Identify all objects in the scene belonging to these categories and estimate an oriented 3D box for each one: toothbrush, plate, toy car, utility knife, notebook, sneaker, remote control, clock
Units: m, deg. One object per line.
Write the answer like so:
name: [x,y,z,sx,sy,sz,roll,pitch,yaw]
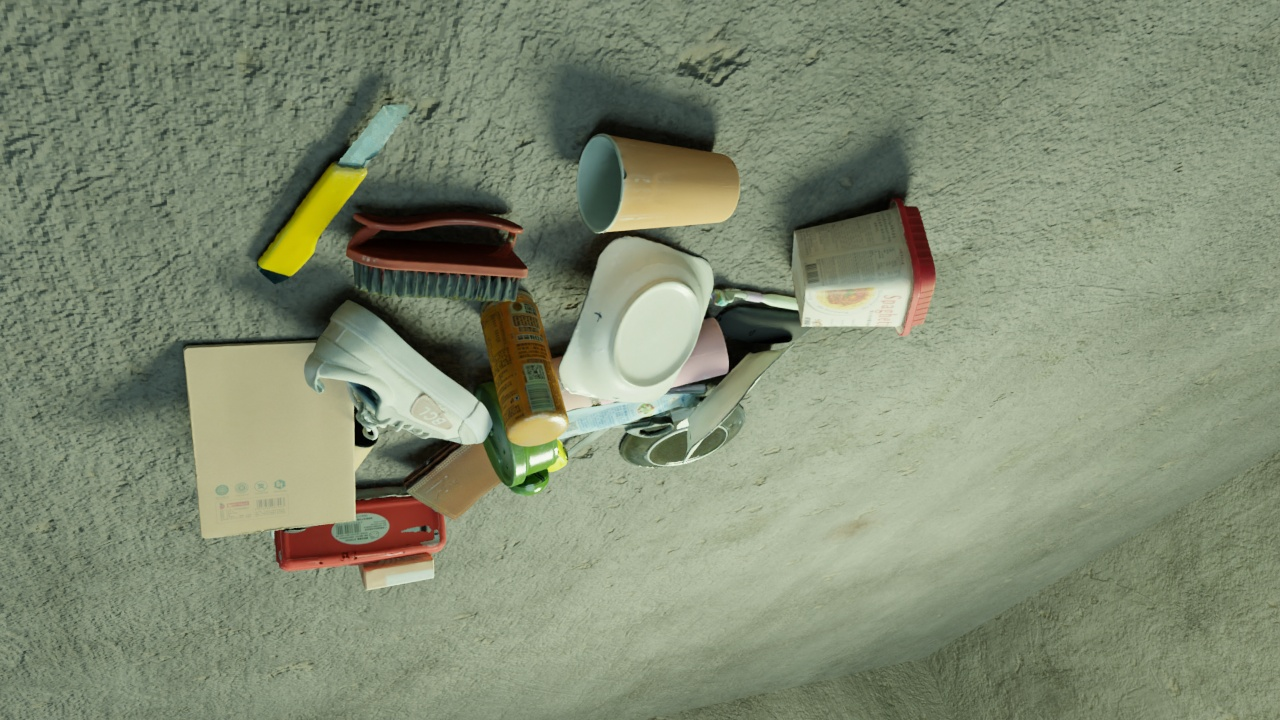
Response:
toothbrush: [0.157,-0.063,1.021,0.189,0.029,0.020,4,103,-35]
plate: [0.008,-0.030,0.892,0.163,0.034,0.164,10,105,-45]
toy car: [-0.122,0.112,1.132,0.048,0.032,0.105,-17,143,6]
utility knife: [-0.239,-0.127,0.709,0.033,0.015,0.224,16,138,-42]
notebook: [-0.353,0.077,0.889,0.147,0.008,0.208,-4,116,-23]
sneaker: [-0.230,0.042,0.888,0.090,0.089,0.242,-57,146,-14]
remote control: [0.147,-0.038,1.048,0.136,0.024,0.053,3,145,-31]
clock: [-0.138,0.085,1.012,0.056,0.116,0.162,-16,148,-24]
plate: [0.104,0.042,1.085,0.163,0.034,0.165,-44,174,-26]
plate: [0.061,0.108,1.240,0.179,0.024,0.180,-13,149,-8]

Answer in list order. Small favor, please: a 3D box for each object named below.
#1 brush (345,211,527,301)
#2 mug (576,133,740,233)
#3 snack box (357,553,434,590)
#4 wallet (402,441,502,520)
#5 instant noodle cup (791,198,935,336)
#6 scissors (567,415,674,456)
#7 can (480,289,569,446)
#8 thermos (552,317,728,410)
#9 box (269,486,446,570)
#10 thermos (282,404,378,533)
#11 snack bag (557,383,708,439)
brush: [-0.171,-0.091,0.769,0.145,0.063,0.069,1,114,-26]
mug: [0.017,-0.145,0.764,0.122,0.078,0.078,-4,147,-31]
snack box: [-0.321,0.253,1.184,0.084,0.026,0.157,-6,-173,-21]
wallet: [-0.212,0.133,1.109,0.124,0.032,0.101,-39,143,3]
instant noodle cup: [0.221,-0.090,0.931,0.124,0.116,0.116,-5,150,3]
scissors: [-0.039,0.081,1.147,0.159,0.014,0.182,16,135,-29]
can: [-0.111,0.006,0.864,0.058,0.146,0.058,-13,149,-8]
thermos: [-0.006,0.006,0.989,0.198,0.067,0.087,-13,179,-9]
box: [-0.351,0.208,1.140,0.201,0.095,0.101,-2,164,-28]
thermos: [-0.344,0.111,0.976,0.143,0.093,0.093,-42,143,23]
snack bag: [-0.017,0.055,1.059,0.191,0.038,0.110,-13,164,1]
